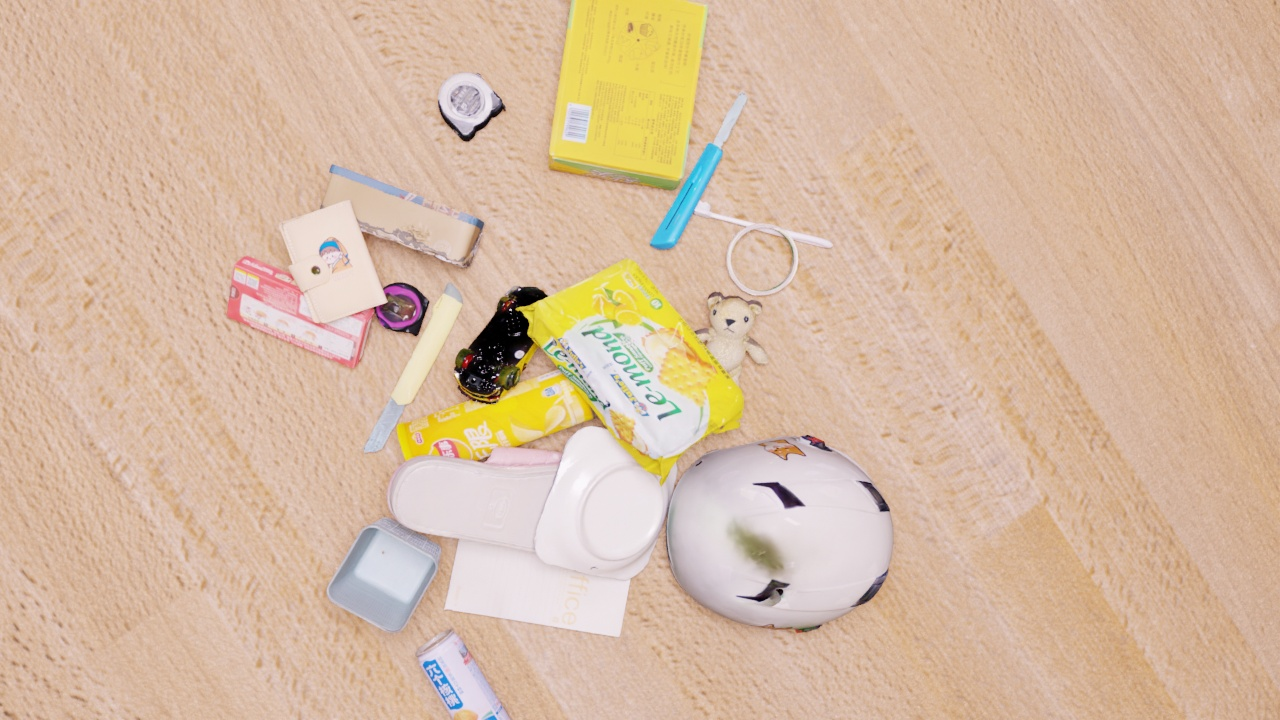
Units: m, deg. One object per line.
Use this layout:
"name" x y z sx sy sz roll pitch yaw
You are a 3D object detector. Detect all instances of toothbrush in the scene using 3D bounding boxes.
"toothbrush" 0.148 -0.163 1.107 0.180 0.016 0.016 14 81 -5

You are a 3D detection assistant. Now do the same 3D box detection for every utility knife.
"utility knife" -0.259 0.011 1.052 0.031 0.022 0.215 27 79 -5
"utility knife" 0.075 -0.228 1.094 0.018 0.034 0.218 35 81 -44

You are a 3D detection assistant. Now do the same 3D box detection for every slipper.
"slipper" -0.144 0.152 1.015 0.274 0.054 0.114 8 98 -28

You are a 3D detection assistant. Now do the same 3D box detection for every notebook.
"notebook" -0.111 0.234 1.067 0.206 0.010 0.146 12 86 -7

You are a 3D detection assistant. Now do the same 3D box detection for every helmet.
"helmet" 0.170 0.199 1.029 0.274 0.157 0.230 4 88 -7

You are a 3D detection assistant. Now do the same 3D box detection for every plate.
"plate" -0.029 0.165 1.027 0.164 0.034 0.163 20 88 -34

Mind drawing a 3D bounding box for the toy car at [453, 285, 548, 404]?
"toy car" -0.148 -0.020 1.035 0.071 0.041 0.155 21 58 15

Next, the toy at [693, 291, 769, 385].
"toy" 0.097 0.000 1.072 0.105 0.066 0.157 11 102 8

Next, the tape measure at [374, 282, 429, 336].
"tape measure" -0.272 -0.060 1.041 0.058 0.039 0.057 21 86 -6

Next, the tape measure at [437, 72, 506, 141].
"tape measure" -0.200 -0.297 1.060 0.065 0.033 0.066 -42 96 -8

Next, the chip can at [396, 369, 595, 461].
"chip can" -0.162 0.069 1.036 0.213 0.072 0.072 -21 91 -7

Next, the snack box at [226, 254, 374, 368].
"snack box" -0.377 -0.053 1.016 0.153 0.025 0.075 23 127 -5

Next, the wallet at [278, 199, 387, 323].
"wallet" -0.329 -0.102 0.971 0.087 0.024 0.115 -18 101 3

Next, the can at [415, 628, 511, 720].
"can" -0.198 0.372 1.032 0.053 0.053 0.134 -31 92 -7

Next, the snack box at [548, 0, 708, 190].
"snack box" -0.015 -0.315 1.063 0.157 0.070 0.210 8 87 -6

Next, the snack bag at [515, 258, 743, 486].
"snack bag" -0.006 0.006 1.013 0.157 0.068 0.246 -31 77 -40

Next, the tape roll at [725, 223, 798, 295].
"tape roll" 0.145 -0.121 1.097 0.086 0.014 0.086 -1 101 -3

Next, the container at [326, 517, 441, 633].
"container" -0.272 0.227 0.998 0.090 0.111 0.090 30 85 -4

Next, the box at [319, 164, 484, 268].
"box" -0.269 -0.160 1.020 0.184 0.090 0.062 22 92 -7
